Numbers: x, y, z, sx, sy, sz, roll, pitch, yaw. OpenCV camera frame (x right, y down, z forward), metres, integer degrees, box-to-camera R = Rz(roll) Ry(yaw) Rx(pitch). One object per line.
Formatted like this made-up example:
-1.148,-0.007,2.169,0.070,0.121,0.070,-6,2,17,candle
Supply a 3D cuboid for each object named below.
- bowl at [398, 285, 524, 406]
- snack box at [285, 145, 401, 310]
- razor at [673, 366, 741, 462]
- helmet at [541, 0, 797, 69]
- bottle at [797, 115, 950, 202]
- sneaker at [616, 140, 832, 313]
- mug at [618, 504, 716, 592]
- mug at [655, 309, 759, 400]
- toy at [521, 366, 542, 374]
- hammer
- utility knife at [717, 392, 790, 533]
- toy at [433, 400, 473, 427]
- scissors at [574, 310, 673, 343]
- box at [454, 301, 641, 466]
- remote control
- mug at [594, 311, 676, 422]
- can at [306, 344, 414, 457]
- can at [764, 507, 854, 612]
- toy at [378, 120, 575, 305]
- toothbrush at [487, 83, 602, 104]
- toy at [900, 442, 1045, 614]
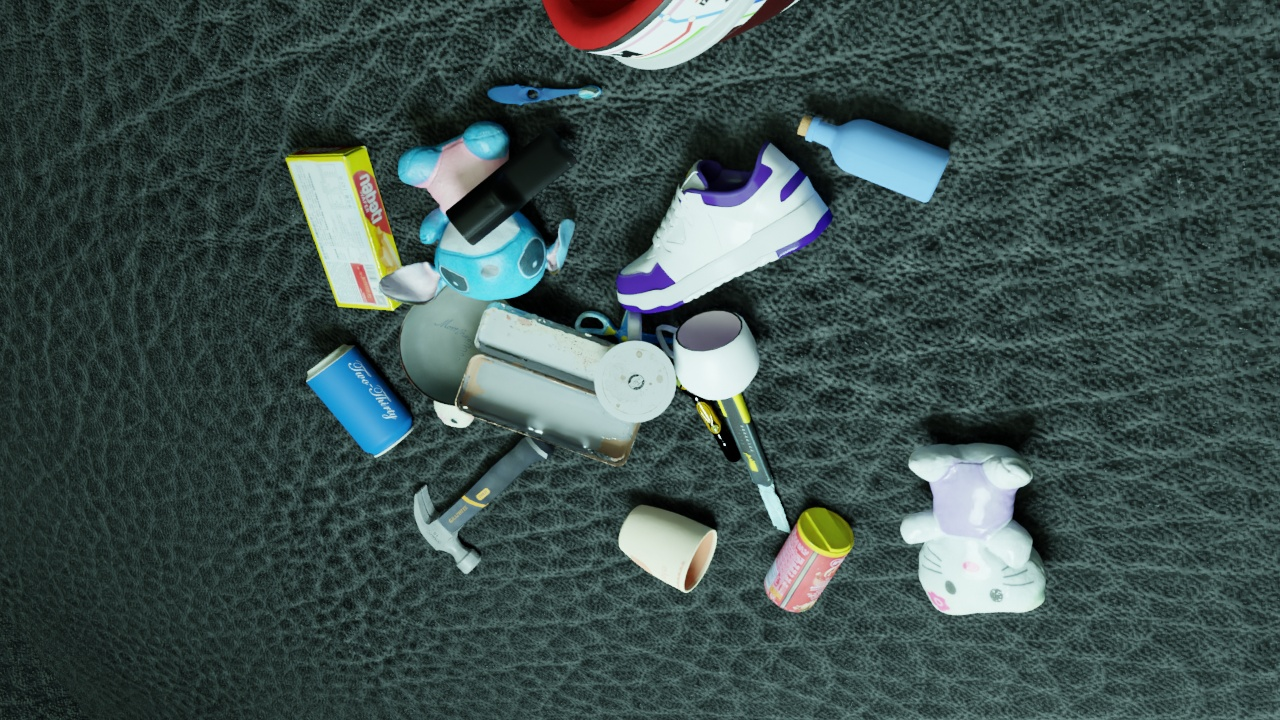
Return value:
-0.212,-0.022,1.107,0.150,0.056,0.151,-1,99,-4,bowl
-0.353,-0.159,1.117,0.092,0.042,0.201,5,122,25,snack box
0.078,0.061,1.052,0.044,0.021,0.144,-27,113,14,razor
0.062,-0.366,0.642,0.231,0.235,0.315,27,119,40,helmet
0.202,-0.186,0.812,0.131,0.047,0.048,25,128,11,bottle
0.056,-0.131,0.899,0.245,0.091,0.111,-22,107,32,sneaker
0.034,0.237,1.163,0.104,0.085,0.111,23,158,24,mug
0.067,-0.007,0.978,0.124,0.090,0.076,18,140,38,mug
-0.150,0.039,1.139,0.102,0.065,0.050,11,157,17,toy
-0.215,0.188,1.281,0.139,0.035,0.314,46,129,-4,hammer
0.131,0.110,1.063,0.029,0.020,0.234,-10,117,33,utility knife
-0.244,0.048,1.196,0.112,0.050,0.087,10,124,14,toy
-0.021,-0.029,1.054,0.130,0.014,0.126,22,129,8,scissors
-0.094,0.028,1.063,0.216,0.071,0.157,20,120,-7,box
-0.132,-0.177,0.934,0.140,0.021,0.045,-38,102,3,remote control
-0.006,0.006,0.977,0.083,0.096,0.119,0,87,-1,mug
-0.380,0.054,1.246,0.079,0.078,0.146,-26,106,37,can
0.196,0.236,1.079,0.067,0.066,0.125,27,129,9,can
-0.188,-0.151,0.998,0.224,0.098,0.191,-15,107,12,toy
-0.100,-0.271,0.931,0.132,0.016,0.021,6,122,23,toothbrush
0.345,0.176,0.954,0.138,0.085,0.209,1,119,29,toy
